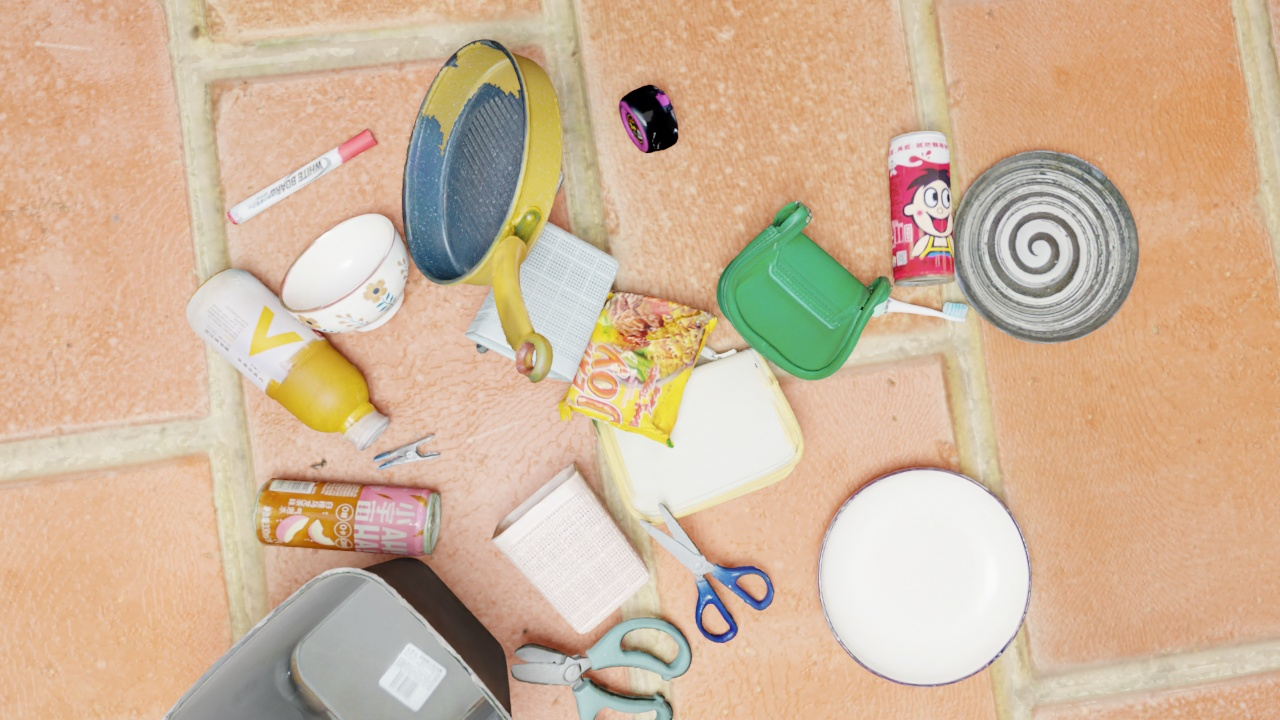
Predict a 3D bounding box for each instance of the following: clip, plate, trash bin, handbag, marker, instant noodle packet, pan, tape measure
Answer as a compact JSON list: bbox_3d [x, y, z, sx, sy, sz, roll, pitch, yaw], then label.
[{"bbox_3d":[-0.206,0.083,0.809,0.057,0.025,0.032,-18,95,-11],"label":"clip"},{"bbox_3d":[0.371,-0.104,0.849,0.179,0.024,0.179,0,88,-3],"label":"plate"},{"bbox_3d":[-0.204,0.264,0.703,0.199,0.220,0.198,-43,90,-5],"label":"trash bin"},{"bbox_3d":[0.040,0.043,0.814,0.163,0.063,0.178,-21,74,-4],"label":"handbag"},{"bbox_3d":[0.137,-0.056,0.785,0.131,0.068,0.120,38,99,-10],"label":"handbag"},{"bbox_3d":[-0.301,-0.163,0.817,0.145,0.017,0.017,-32,90,-4],"label":"marker"},{"bbox_3d":[-0.005,0.005,0.781,0.111,0.044,0.128,16,71,16],"label":"instant noodle packet"},{"bbox_3d":[-0.112,-0.106,0.688,0.078,0.357,0.198,6,128,-39],"label":"pan"},{"bbox_3d":[0.249,0.190,0.822,0.192,0.039,0.192,0,87,-3],"label":"plate"},{"bbox_3d":[0.009,-0.215,0.816,0.039,0.057,0.058,-30,104,-9],"label":"tape measure"}]

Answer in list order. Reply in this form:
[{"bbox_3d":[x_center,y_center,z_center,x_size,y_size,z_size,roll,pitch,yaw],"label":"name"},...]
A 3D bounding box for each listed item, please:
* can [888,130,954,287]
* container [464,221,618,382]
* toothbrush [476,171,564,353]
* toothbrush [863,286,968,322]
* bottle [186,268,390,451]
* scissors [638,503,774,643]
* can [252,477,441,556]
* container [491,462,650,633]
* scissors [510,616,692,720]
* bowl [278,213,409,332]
[{"bbox_3d":[0.253,-0.135,0.828,0.053,0.053,0.132,-2,88,-3],"label":"can"},{"bbox_3d":[-0.081,-0.051,0.783,0.090,0.090,0.111,27,84,-17],"label":"container"},{"bbox_3d":[-0.108,-0.090,0.826,0.015,0.018,0.181,24,88,-9],"label":"toothbrush"},{"bbox_3d":[0.189,-0.057,0.835,0.224,0.026,0.027,10,106,-3],"label":"toothbrush"},{"bbox_3d":[-0.297,0.002,0.784,0.189,0.068,0.068,41,86,-1],"label":"bottle"},{"bbox_3d":[0.062,0.174,0.787,0.132,0.012,0.173,-15,116,-18],"label":"scissors"},{"bbox_3d":[-0.249,0.134,0.786,0.147,0.058,0.058,5,87,-3],"label":"can"},{"bbox_3d":[-0.055,0.160,0.783,0.090,0.090,0.111,-40,93,-4],"label":"container"},{"bbox_3d":[-0.038,0.282,0.781,0.179,0.019,0.143,8,93,-28],"label":"scissors"},{"bbox_3d":[-0.242,-0.065,0.784,0.113,0.113,0.062,-37,134,-4],"label":"bowl"}]
